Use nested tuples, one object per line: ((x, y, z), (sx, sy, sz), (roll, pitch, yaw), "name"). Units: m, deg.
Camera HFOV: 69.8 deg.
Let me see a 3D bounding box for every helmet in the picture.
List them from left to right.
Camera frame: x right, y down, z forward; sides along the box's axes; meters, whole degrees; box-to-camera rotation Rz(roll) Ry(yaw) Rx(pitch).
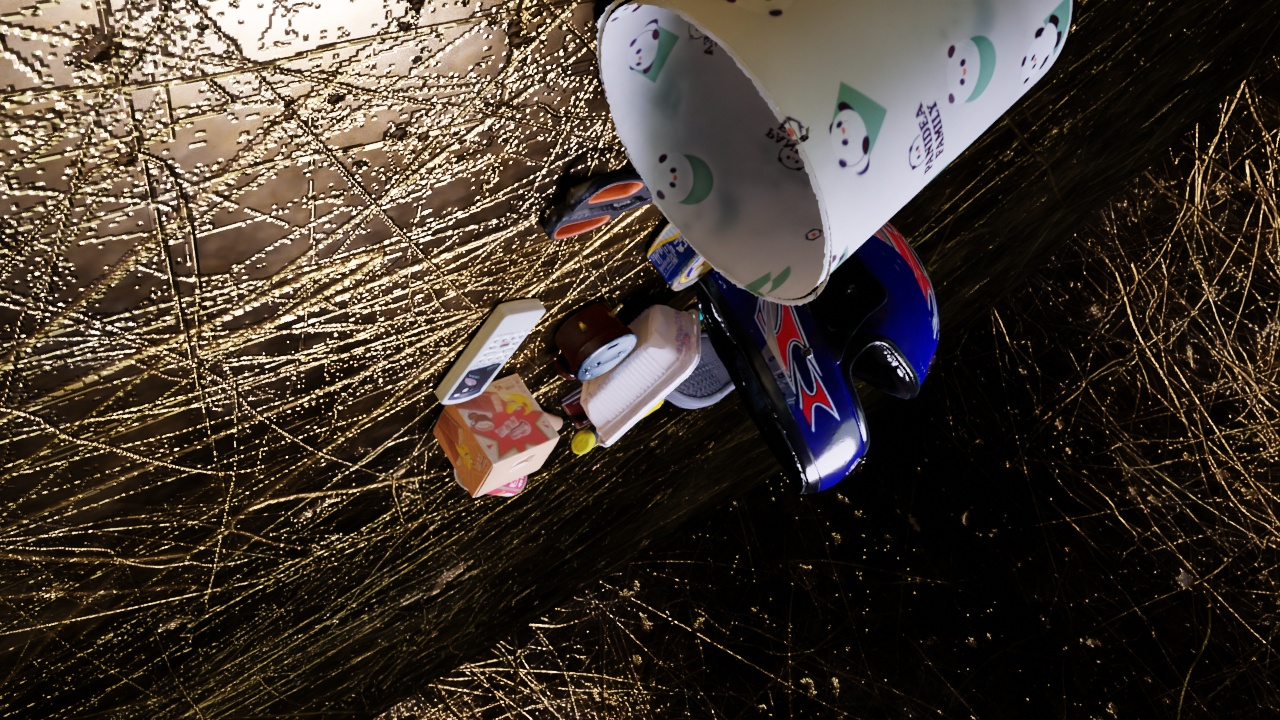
((0.215, -0.036, 1.039), (0.240, 0.315, 0.247), (-26, 172, -1), "helmet")

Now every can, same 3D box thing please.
((-0.197, 0.150, 1.214), (0.053, 0.053, 0.132), (-37, 163, 4), "can")
((0.067, -0.133, 0.942), (0.074, 0.049, 0.149), (-25, 165, -44), "can")

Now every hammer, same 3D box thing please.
((0.013, 0.065, 1.375), (0.322, 0.032, 0.126), (-26, 160, -50), "hammer")

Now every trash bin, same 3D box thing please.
((0.137, -0.202, 0.632), (0.251, 0.229, 0.230), (-37, 164, -14), "trash bin")

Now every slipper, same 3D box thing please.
((0.072, 0.023, 1.302), (0.083, 0.110, 0.267), (-40, 168, 29), "slipper")

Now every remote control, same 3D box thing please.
((-0.153, -0.007, 0.927), (0.058, 0.021, 0.150), (-14, 153, -50), "remote control")

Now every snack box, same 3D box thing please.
((-0.162, 0.083, 1.027), (0.092, 0.094, 0.077), (-21, 158, -39), "snack box")

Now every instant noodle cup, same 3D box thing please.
((-0.007, 0.006, 1.105), (0.174, 0.060, 0.137), (-41, -159, 24), "instant noodle cup")

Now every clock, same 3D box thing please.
((-0.055, -0.015, 1.036), (0.081, 0.055, 0.122), (-27, 163, -29), "clock")

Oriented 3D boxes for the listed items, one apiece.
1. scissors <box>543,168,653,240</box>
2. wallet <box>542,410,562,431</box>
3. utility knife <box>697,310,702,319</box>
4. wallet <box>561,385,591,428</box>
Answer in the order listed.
((-0.004, -0.149, 0.849), (0.143, 0.021, 0.234), (-33, 172, 21), "scissors")
((-0.153, 0.092, 1.183), (0.090, 0.033, 0.115), (-34, 165, 6), "wallet")
((0.104, -0.069, 1.217), (0.223, 0.013, 0.029), (-24, 167, -7), "utility knife")
((-0.060, 0.050, 1.273), (0.096, 0.020, 0.122), (-33, 161, -6), "wallet")
